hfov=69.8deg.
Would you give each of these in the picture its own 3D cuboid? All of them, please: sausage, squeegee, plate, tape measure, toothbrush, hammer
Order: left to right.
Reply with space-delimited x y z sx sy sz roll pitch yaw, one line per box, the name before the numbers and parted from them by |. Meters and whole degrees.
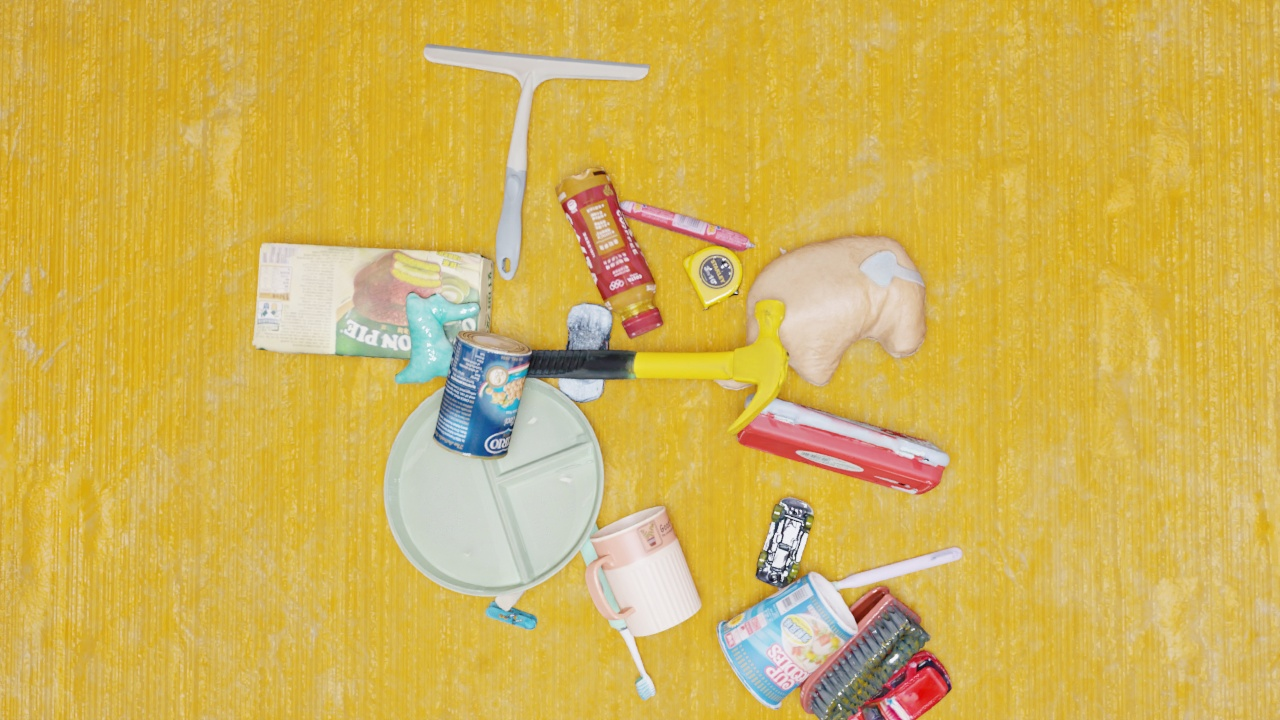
plate | -0.149 0.125 0.943 0.230 0.027 0.230 -2 74 6
squeegee | -0.129 -0.209 0.967 0.246 0.039 0.246 8 89 5
toothbrush | -0.031 0.243 0.952 0.027 0.027 0.224 -20 86 -39
hammer | -0.005 0.005 0.904 0.301 0.033 0.128 1 79 17
sausage | 0.045 -0.142 0.959 0.156 0.020 0.020 18 90 6
tape measure | 0.077 -0.089 0.950 0.057 0.029 0.060 -26 86 5
toothbrush | 0.234 0.220 0.933 0.189 0.021 0.029 -15 85 3

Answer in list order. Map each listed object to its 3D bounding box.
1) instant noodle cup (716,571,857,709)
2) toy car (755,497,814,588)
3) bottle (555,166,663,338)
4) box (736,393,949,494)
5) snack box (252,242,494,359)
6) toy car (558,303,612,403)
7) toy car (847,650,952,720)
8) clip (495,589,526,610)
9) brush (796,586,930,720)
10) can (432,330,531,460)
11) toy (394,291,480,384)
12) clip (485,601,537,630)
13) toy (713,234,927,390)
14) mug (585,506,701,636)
instant noodle cup | 0.146 0.263 0.890 0.110 0.099 0.099 -41 85 13
toy car | 0.146 0.184 0.933 0.042 0.035 0.090 18 88 4
bottle | -0.028 -0.109 0.943 0.057 0.057 0.175 -24 91 4
box | 0.200 0.071 0.906 0.201 0.091 0.068 16 74 6
snack box | -0.278 -0.059 0.964 0.240 0.063 0.114 3 89 5
toy car | -0.057 -0.008 0.959 0.049 0.031 0.105 7 91 7
toy car | 0.254 0.341 0.915 0.120 0.045 0.053 -40 84 5
clip | -0.111 0.215 0.957 0.034 0.064 0.098 36 84 4
brush | 0.211 0.293 0.910 0.146 0.069 0.063 -48 124 5
can | -0.154 0.032 0.895 0.075 0.075 0.111 16 102 5
toy | -0.203 -0.026 0.910 0.096 0.030 0.092 -10 93 0
clip | -0.135 0.268 0.963 0.056 0.041 0.014 18 92 2
toy | 0.169 -0.047 0.915 0.226 0.082 0.143 -19 75 7
mug | -0.004 0.214 0.910 0.082 0.114 0.106 -23 88 42
